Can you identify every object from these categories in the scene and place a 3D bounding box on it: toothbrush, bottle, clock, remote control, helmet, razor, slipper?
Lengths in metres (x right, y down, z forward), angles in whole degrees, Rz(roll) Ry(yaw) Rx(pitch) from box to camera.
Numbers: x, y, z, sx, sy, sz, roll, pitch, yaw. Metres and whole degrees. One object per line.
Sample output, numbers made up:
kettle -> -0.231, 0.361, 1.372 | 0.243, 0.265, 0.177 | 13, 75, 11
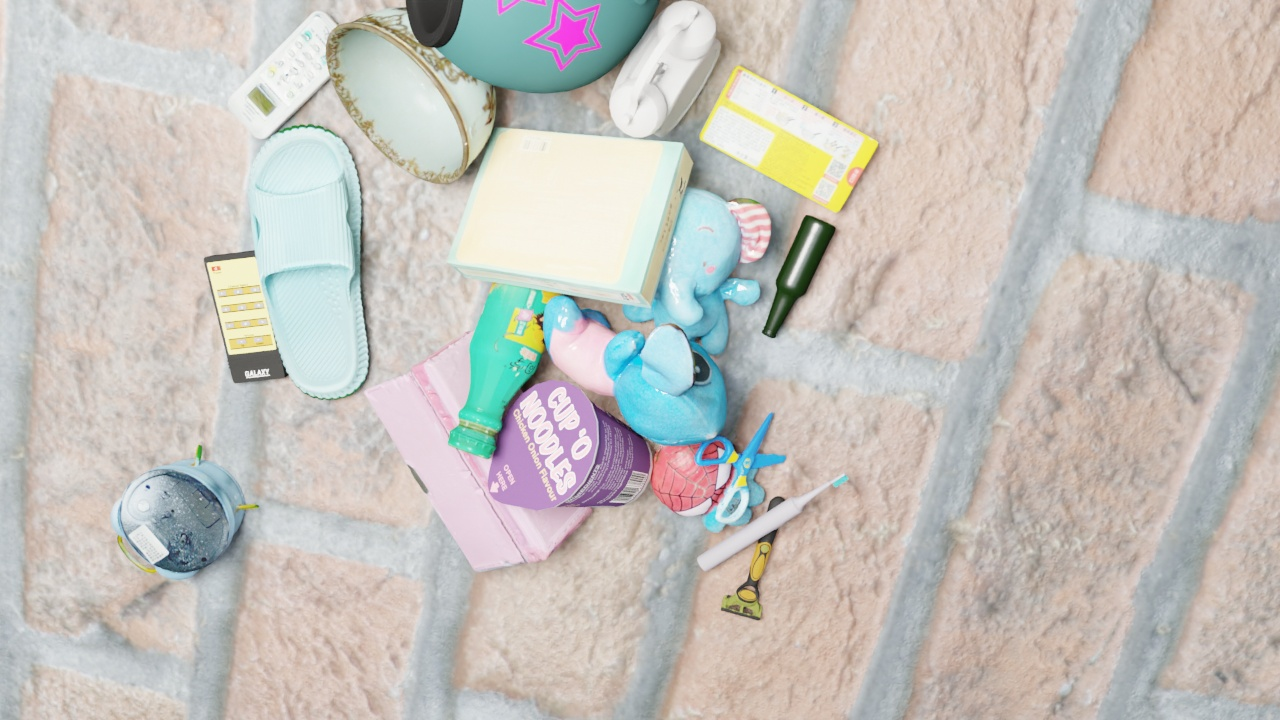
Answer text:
toothbrush -> 0.135, 0.166, 0.948 | 0.188, 0.018, 0.019 | -38, 78, 23
bottle -> -0.126, -0.012, 0.866 | 0.068, 0.068, 0.209 | 19, 80, -3
clock -> -0.496, 0.171, 0.978 | 0.162, 0.060, 0.118 | -35, 100, 12
remote control -> -0.403, -0.044, 0.939 | 0.058, 0.013, 0.133 | -7, 105, 5
clock -> 0.018, -0.250, 0.791 | 0.061, 0.159, 0.120 | 35, 104, 3
helmet -> -0.067, -0.349, 0.709 | 0.199, 0.176, 0.275 | -6, 109, -29
remote control -> -0.330, -0.269, 0.870 | 0.133, 0.022, 0.050 | -39, 100, 12
razor -> 0.127, 0.210, 0.980 | 0.044, 0.021, 0.144 | 16, 103, -2
slipper -> -0.327, -0.088, 0.898 | 0.116, 0.069, 0.276 | -1, 106, 6
bottle -> 0.150, -0.079, 0.893 | 0.033, 0.033, 0.123 | 22, 106, -3

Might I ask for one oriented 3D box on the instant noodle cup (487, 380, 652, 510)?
instant noodle cup -> -0.060, 0.098, 0.895 | 0.137, 0.121, 0.121 | -42, 55, 17

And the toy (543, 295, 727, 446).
toy -> -0.005, 0.005, 0.835 | 0.191, 0.224, 0.099 | 32, 84, 16

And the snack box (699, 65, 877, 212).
snack box -> 0.138, -0.207, 0.863 | 0.152, 0.025, 0.075 | 27, 105, -4

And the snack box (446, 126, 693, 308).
snack box -> -0.064, -0.132, 0.819 | 0.194, 0.044, 0.141 | 11, 76, 22

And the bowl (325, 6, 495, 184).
bowl -> -0.188, -0.250, 0.821 | 0.160, 0.160, 0.093 | 43, 62, -8

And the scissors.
scissors -> 0.103, 0.110, 0.919 | 0.125, 0.016, 0.123 | -1, 98, -37

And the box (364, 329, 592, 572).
box -> -0.167, 0.095, 0.945 | 0.116, 0.106, 0.232 | -18, 108, 42

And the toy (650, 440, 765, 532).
toy -> 0.069, 0.125, 0.939 | 0.133, 0.062, 0.092 | 33, 105, -17

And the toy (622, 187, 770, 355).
toy -> 0.037, -0.074, 0.868 | 0.183, 0.114, 0.181 | -8, 117, 9
